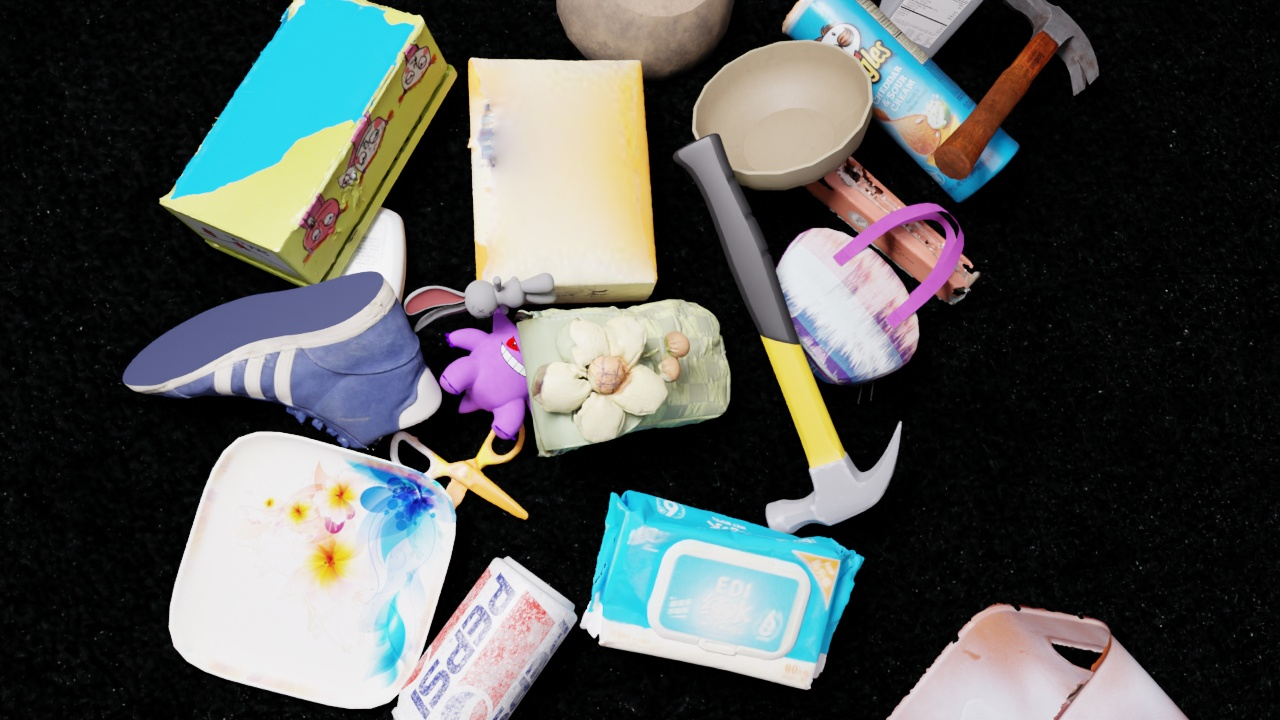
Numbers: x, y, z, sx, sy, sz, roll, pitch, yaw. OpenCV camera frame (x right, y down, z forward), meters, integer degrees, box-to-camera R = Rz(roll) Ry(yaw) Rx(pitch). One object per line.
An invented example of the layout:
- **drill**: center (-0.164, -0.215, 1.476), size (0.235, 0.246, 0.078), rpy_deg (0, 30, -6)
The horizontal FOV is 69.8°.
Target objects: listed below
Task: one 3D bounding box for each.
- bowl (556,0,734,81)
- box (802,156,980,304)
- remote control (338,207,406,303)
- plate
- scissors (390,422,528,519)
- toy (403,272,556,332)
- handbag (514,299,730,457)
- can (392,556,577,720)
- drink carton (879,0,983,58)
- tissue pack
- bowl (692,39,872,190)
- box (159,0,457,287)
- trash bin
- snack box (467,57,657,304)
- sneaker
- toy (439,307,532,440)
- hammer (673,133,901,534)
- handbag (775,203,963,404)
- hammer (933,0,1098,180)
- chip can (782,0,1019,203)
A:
- **bowl**: center (0.007, -0.335, 0.807), size (0.162, 0.070, 0.162), rpy_deg (2, 79, -8)
- **box**: center (0.225, -0.127, 0.817), size (0.187, 0.060, 0.057), rpy_deg (41, 44, 0)
- **remote control**: center (-0.222, -0.069, 0.744), size (0.060, 0.028, 0.114), rpy_deg (6, 79, -6)
- **plate**: center (-0.244, 0.157, 0.691), size (0.187, 0.016, 0.187), rpy_deg (17, 88, -5)
- **scissors**: center (-0.142, 0.088, 0.736), size (0.130, 0.011, 0.125), rpy_deg (28, 75, -1)
- **toy**: center (-0.120, -0.046, 0.695), size (0.111, 0.049, 0.030), rpy_deg (-10, 64, -5)
- **handbag**: center (-0.004, 0.004, 0.709), size (0.186, 0.117, 0.113), rpy_deg (-10, 89, -27)
- **can**: center (-0.114, 0.220, 0.681), size (0.078, 0.078, 0.136), rpy_deg (37, 76, -1)
- **drink carton**: center (0.262, -0.327, 0.816), size (0.076, 0.125, 0.048), rpy_deg (21, 77, -4)
- **tissue pack**: center (0.066, 0.180, 0.715), size (0.209, 0.066, 0.117), rpy_deg (14, 94, -8)
- **bowl**: center (0.124, -0.203, 0.792), size (0.152, 0.050, 0.152), rpy_deg (-9, 58, 14)
- **box**: center (-0.253, -0.177, 0.721), size (0.124, 0.082, 0.220), rpy_deg (21, 74, 15)
- **trash bin**: center (0.269, 0.331, 0.668), size (0.259, 0.182, 0.157), rpy_deg (-43, 90, -14)
- **snack box**: center (-0.067, -0.149, 0.755), size (0.145, 0.081, 0.195), rpy_deg (-3, 80, -8)
- **sneaker**: center (-0.262, 0.016, 0.705), size (0.233, 0.118, 0.091), rpy_deg (-15, 39, 17)
- **toy**: center (-0.112, 0.010, 0.732), size (0.106, 0.056, 0.087), rpy_deg (44, 65, -16)
- **hammer**: center (0.108, -0.023, 0.724), size (0.127, 0.029, 0.323), rpy_deg (-20, 95, 21)
- **handbag**: center (0.196, -0.064, 0.771), size (0.170, 0.068, 0.144), rpy_deg (-39, 87, -2)
- **hammer**: center (0.325, -0.239, 0.803), size (0.111, 0.028, 0.299), rpy_deg (43, 54, 0)
- **chip can**: center (0.232, -0.246, 0.822), size (0.229, 0.080, 0.079), rpy_deg (45, 76, 1)
